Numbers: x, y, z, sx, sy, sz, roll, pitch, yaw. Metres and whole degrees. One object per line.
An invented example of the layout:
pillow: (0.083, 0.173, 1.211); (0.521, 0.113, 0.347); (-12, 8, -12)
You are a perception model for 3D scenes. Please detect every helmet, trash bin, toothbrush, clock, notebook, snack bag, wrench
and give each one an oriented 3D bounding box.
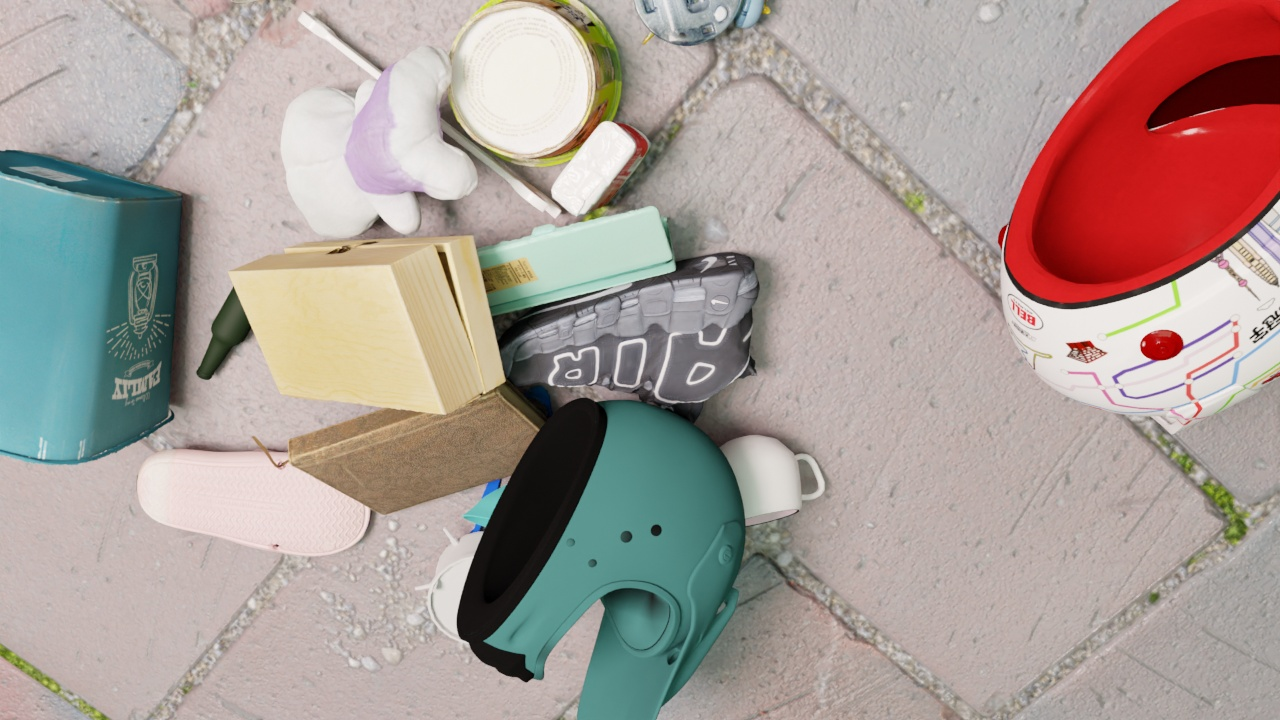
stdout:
helmet: (-0.016, 0.174, 0.761); (0.200, 0.177, 0.274); (34, 70, -23)
trash bin: (-0.512, -0.055, 0.791); (0.199, 0.196, 0.219); (16, 101, -3)
toothbrush: (-0.144, 0.116, 0.914); (0.016, 0.011, 0.187); (21, 105, -4)
clock: (0.051, -0.306, 0.746); (0.124, 0.051, 0.089); (-17, 104, 7)
clock: (-0.137, 0.232, 0.914); (0.159, 0.061, 0.120); (23, 108, -15)
notebook: (-0.198, 0.072, 0.823); (0.216, 0.034, 0.190); (-18, 148, 14)
snack bag: (-0.031, -0.161, 0.763); (0.036, 0.115, 0.077); (40, 105, -3)
helmet: (0.427, -0.099, 0.697); (0.235, 0.231, 0.315); (19, 115, -31)
wrench: (-0.180, -0.211, 0.793); (0.273, 0.047, 0.009); (38, 101, -5)

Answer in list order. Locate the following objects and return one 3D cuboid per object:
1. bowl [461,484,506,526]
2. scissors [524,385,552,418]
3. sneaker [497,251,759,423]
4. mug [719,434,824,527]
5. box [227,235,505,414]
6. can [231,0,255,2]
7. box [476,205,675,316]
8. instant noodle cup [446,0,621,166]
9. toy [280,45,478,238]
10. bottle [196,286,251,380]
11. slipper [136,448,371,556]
bowl: (-0.106, 0.143, 0.883); (0.121, 0.121, 0.046); (15, 73, -2)
scissors: (-0.076, 0.075, 0.895); (0.127, 0.014, 0.128); (36, 112, -11)
sneaker: (-0.005, 0.005, 0.828); (0.252, 0.097, 0.151); (-17, 108, 3)
mug: (0.119, 0.110, 0.863); (0.123, 0.090, 0.076); (-4, 70, -26)
box: (-0.228, -0.034, 0.768); (0.250, 0.091, 0.128); (4, 121, 42)
can: (-0.326, -0.371, 0.731); (0.079, 0.078, 0.146); (-18, 106, 8)
box: (-0.069, -0.096, 0.785); (0.187, 0.113, 0.078); (-14, 61, 8)
instant noodle cup: (-0.091, -0.230, 0.752); (0.146, 0.097, 0.146); (1, 108, 3)
toy: (-0.224, -0.167, 0.750); (0.210, 0.085, 0.138); (-5, 102, 43)
bottle: (-0.386, -0.033, 0.866); (0.033, 0.033, 0.123); (34, 107, -8)
slipper: (-0.378, 0.131, 0.905); (0.221, 0.055, 0.107); (10, 106, -10)
